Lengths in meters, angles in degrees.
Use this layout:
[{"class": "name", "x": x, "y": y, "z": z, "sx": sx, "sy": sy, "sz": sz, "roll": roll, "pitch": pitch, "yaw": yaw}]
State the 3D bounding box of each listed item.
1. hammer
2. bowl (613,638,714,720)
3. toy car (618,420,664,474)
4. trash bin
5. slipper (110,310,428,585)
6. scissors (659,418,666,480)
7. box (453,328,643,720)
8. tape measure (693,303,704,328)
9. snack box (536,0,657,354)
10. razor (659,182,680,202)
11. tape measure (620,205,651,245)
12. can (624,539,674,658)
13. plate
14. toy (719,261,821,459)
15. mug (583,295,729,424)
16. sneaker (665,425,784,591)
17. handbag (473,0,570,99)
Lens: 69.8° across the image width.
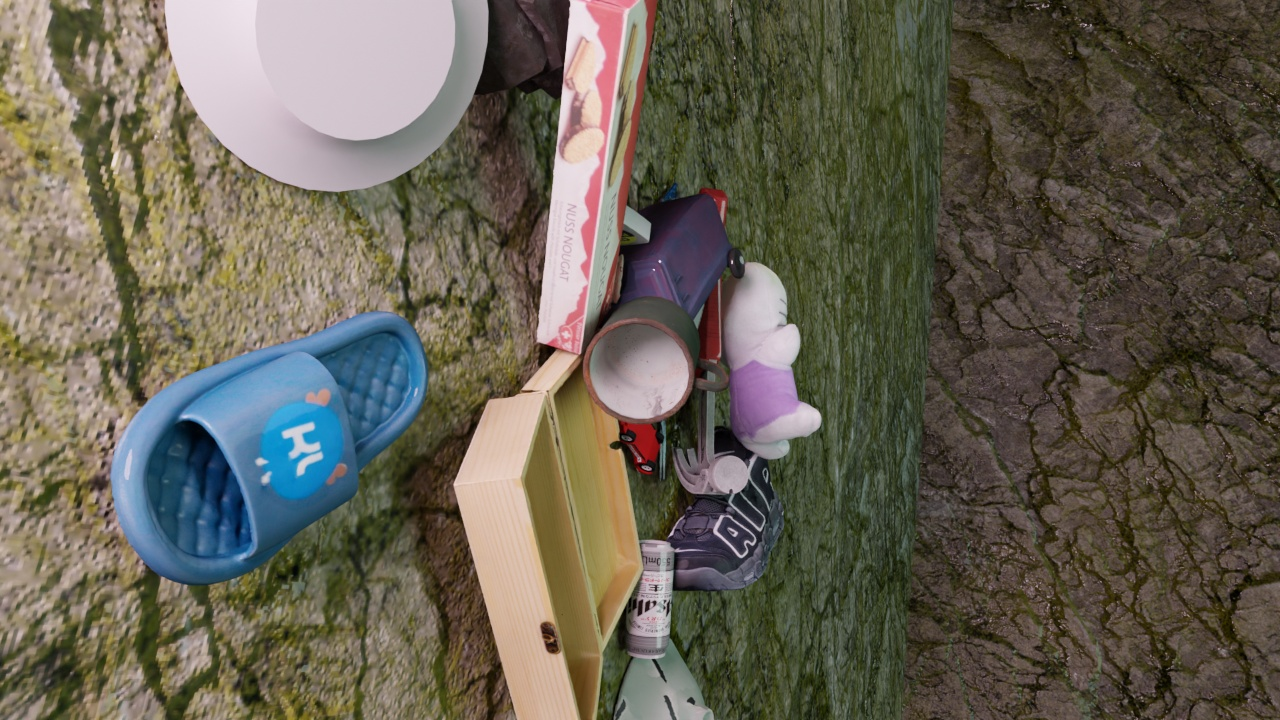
[{"class": "hammer", "x": 0.068, "y": -0.022, "z": 0.938, "sx": 0.126, "sy": 0.036, "sz": 0.315, "roll": 160, "pitch": -67, "yaw": -70}, {"class": "bowl", "x": 0.037, "y": 0.370, "z": 0.931, "sx": 0.174, "sy": 0.068, "sz": 0.174, "roll": 0, "pitch": 90, "yaw": -65}, {"class": "toy car", "x": -0.002, "y": 0.073, "z": 0.875, "sx": 0.089, "sy": 0.025, "sz": 0.038, "roll": 60, "pitch": 40, "yaw": -47}, {"class": "trash bin", "x": 0.020, "y": -0.079, "z": 0.833, "sx": 0.160, "sy": 0.094, "sz": 0.092, "roll": -56, "pitch": 131, "yaw": -50}, {"class": "slipper", "x": -0.172, "y": 0.040, "z": 0.479, "sx": 0.213, "sy": 0.059, "sz": 0.104, "roll": -43, "pitch": 132, "yaw": -58}, {"class": "scissors", "x": 0.021, "y": 0.064, "z": 0.942, "sx": 0.073, "sy": 0.016, "sz": 0.134, "roll": -11, "pitch": 107, "yaw": -69}, {"class": "box", "x": -0.057, "y": 0.136, "z": 0.715, "sx": 0.256, "sy": 0.076, "sz": 0.247, "roll": -57, "pitch": 142, "yaw": -61}, {"class": "tape measure", "x": 0.037, "y": -0.035, "z": 0.911, "sx": 0.020, "sy": 0.062, "sz": 0.060, "roll": 34, "pitch": 54, "yaw": -19}, {"class": "snack box", "x": -0.032, "y": -0.131, "z": 0.659, "sx": 0.076, "sy": 0.044, "sz": 0.274, "roll": -62, "pitch": 167, "yaw": -50}, {"class": "razor", "x": 0.048, "y": -0.116, "z": 0.973, "sx": 0.043, "sy": 0.018, "sz": 0.141, "roll": -59, "pitch": 142, "yaw": -47}, {"class": "tape measure", "x": -0.029, "y": -0.112, "z": 0.761, "sx": 0.065, "sy": 0.064, "sz": 0.016, "roll": 21, "pitch": 73, "yaw": -56}, {"class": "can", "x": 0.009, "y": 0.229, "z": 0.887, "sx": 0.044, "sy": 0.044, "sz": 0.106, "roll": 10, "pitch": 83, "yaw": -64}, {"class": "plate", "x": -0.146, "y": -0.168, "z": 0.467, "sx": 0.172, "sy": 0.019, "sz": 0.173, "roll": -25, "pitch": 130, "yaw": -33}, {"class": "toy", "x": 0.120, "y": -0.001, "z": 0.991, "sx": 0.138, "sy": 0.085, "sz": 0.209, "roll": 119, "pitch": -40, "yaw": -64}, {"class": "mug", "x": 0.017, "y": 0.000, "z": 0.727, "sx": 0.081, "sy": 0.111, "sz": 0.085, "roll": -65, "pitch": 169, "yaw": -69}, {"class": "sneaker", "x": 0.089, "y": 0.150, "z": 1.002, "sx": 0.251, "sy": 0.097, "sz": 0.151, "roll": -26, "pitch": 110, "yaw": -63}, {"class": "handbag", "x": -0.076, "y": -0.266, "z": 0.602, "sx": 0.199, "sy": 0.102, "sz": 0.197, "roll": 52, "pitch": 46, "yaw": -53}]
